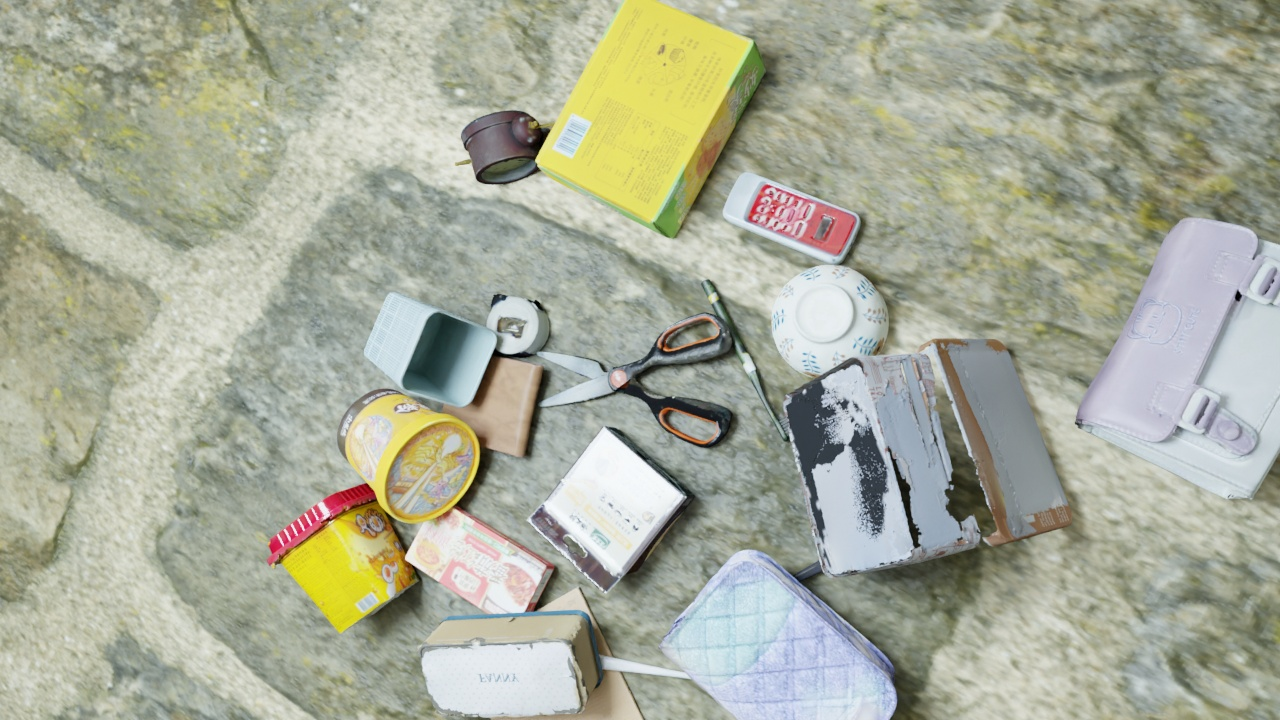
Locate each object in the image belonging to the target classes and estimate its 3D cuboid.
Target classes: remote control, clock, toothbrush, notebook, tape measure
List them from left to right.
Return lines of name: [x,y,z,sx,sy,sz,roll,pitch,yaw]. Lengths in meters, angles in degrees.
clock: [-0.139,-0.235,1.000,0.122,0.082,0.055,-17,82,16]
tape measure: [-0.134,-0.036,0.996,0.066,0.033,0.065,10,87,19]
notebook: [-0.078,0.360,0.935,0.149,0.012,0.211,-32,74,10]
toothbrush: [-0.005,0.305,0.909,0.180,0.016,0.016,4,82,15]
toothbrush: [0.108,-0.003,0.924,0.017,0.012,0.185,-28,75,6]
remote control: [0.151,-0.144,0.925,0.136,0.020,0.056,26,92,19]
toothbrush: [0.160,0.203,0.877,0.181,0.018,0.015,-30,75,10]

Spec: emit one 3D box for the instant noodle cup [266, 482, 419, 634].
instant noodle cup: [-0.312,0.213,0.984,0.116,0.116,0.123,-37,85,11]

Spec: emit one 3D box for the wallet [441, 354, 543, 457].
wallet: [-0.165,0.044,0.999,0.115,0.020,0.101,11,89,24]

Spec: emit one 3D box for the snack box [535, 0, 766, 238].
snack box: [0.011,-0.255,0.959,0.158,0.070,0.210,30,92,20]

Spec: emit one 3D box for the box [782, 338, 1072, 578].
box: [0.261,0.082,0.817,0.193,0.157,0.183,-3,72,-27]

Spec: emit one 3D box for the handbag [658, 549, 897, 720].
handbag: [0.128,0.276,0.835,0.194,0.075,0.134,41,100,11]

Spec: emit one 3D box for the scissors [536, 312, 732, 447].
scissors: [0.000,0.027,0.947,0.222,0.021,0.210,-36,76,16]

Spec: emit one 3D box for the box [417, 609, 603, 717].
box: [-0.123,0.299,0.905,0.184,0.059,0.090,-6,103,15]

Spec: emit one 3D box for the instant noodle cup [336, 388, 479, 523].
instant noodle cup: [-0.250,0.094,0.969,0.114,0.118,0.118,28,91,38]

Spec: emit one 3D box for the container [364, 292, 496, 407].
container: [-0.229,-0.016,0.980,0.111,0.090,0.090,25,92,46]

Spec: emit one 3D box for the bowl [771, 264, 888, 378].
bowl: [0.179,-0.041,0.880,0.113,0.062,0.113,-3,81,16]

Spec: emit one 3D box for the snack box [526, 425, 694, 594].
snack box: [-0.029,0.149,0.925,0.113,0.053,0.126,40,96,19]

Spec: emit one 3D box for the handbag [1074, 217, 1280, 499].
handbag: [0.475,-0.004,0.763,0.145,0.098,0.197,27,91,25]

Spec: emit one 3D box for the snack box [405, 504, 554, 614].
snack box: [-0.171,0.214,0.971,0.153,0.025,0.075,26,86,22]
